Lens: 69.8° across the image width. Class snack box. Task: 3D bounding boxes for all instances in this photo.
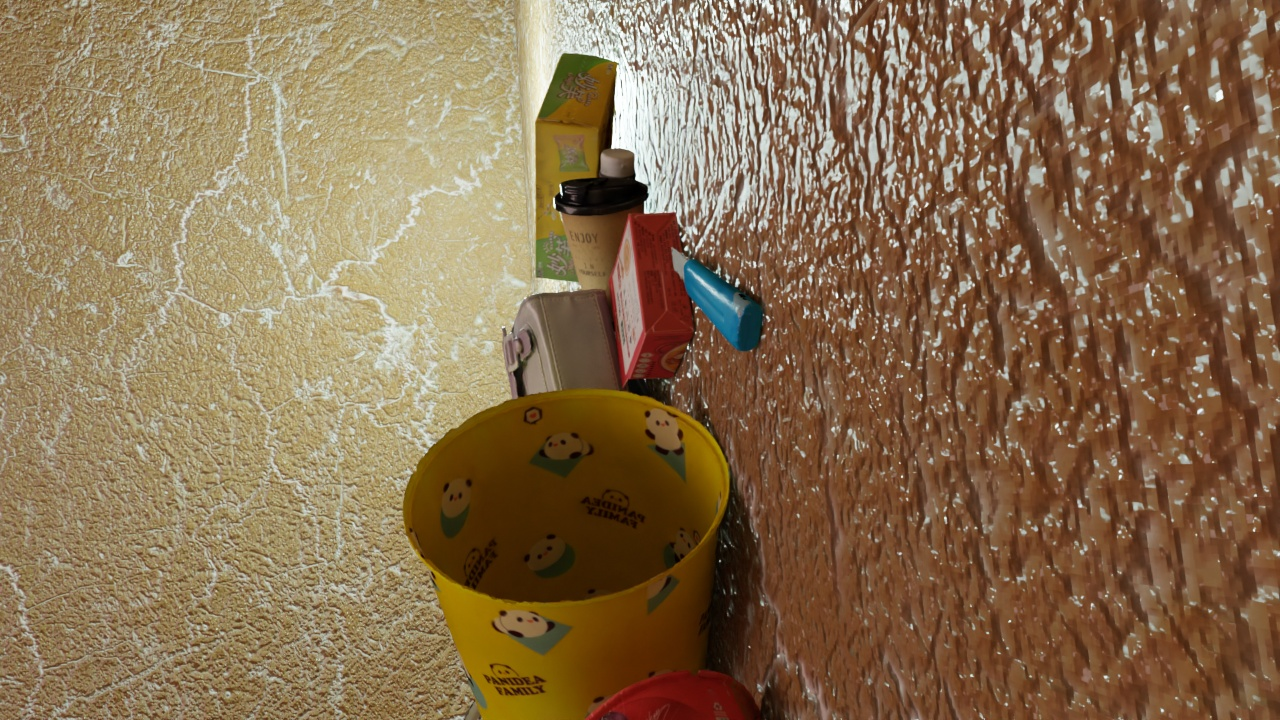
[{"bbox_3d":[0.007,-0.049,0.803,0.127,0.044,0.113,113,151,-67],"label":"snack box"},{"bbox_3d":[-0.073,-0.216,1.044,0.157,0.070,0.210,-81,-2,-46],"label":"snack box"}]

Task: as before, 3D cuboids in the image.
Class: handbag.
[{"bbox_3d":[-0.074,0.047,0.889,0.145,0.098,0.197,135,124,-62],"label":"handbag"}]

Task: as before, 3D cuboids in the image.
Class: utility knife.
[{"bbox_3d":[0.046,-0.052,0.651,0.214,0.018,0.034,-122,29,-68],"label":"utility knife"}]

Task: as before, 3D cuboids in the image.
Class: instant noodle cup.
[{"bbox_3d":[0.028,0.274,0.550,0.108,0.137,0.138,-124,31,-56],"label":"instant noodle cup"}]

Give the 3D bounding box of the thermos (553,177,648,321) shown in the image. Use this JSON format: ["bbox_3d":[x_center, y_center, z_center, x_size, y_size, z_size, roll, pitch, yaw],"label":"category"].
[{"bbox_3d":[-0.033,-0.115,0.910,0.093,0.093,0.143,-112,14,-63],"label":"thermos"}]

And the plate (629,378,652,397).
[{"bbox_3d":[-0.042,0.076,0.967,0.180,0.024,0.179,13,107,51],"label":"plate"}]

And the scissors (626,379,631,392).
[{"bbox_3d":[-0.009,0.124,0.888,0.189,0.015,0.227,32,121,55],"label":"scissors"}]

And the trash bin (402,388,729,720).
[{"bbox_3d":[-0.046,0.189,0.714,0.229,0.229,0.256,-108,12,-57],"label":"trash bin"}]

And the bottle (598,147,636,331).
[{"bbox_3d":[-0.028,-0.129,0.989,0.079,0.044,0.195,-104,15,-58],"label":"bottle"}]

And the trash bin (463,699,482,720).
[{"bbox_3d":[-0.052,0.380,0.874,0.193,0.227,0.227,127,140,-57],"label":"trash bin"}]

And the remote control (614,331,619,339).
[{"bbox_3d":[-0.044,0.004,1.083,0.136,0.056,0.020,99,167,-53],"label":"remote control"}]
